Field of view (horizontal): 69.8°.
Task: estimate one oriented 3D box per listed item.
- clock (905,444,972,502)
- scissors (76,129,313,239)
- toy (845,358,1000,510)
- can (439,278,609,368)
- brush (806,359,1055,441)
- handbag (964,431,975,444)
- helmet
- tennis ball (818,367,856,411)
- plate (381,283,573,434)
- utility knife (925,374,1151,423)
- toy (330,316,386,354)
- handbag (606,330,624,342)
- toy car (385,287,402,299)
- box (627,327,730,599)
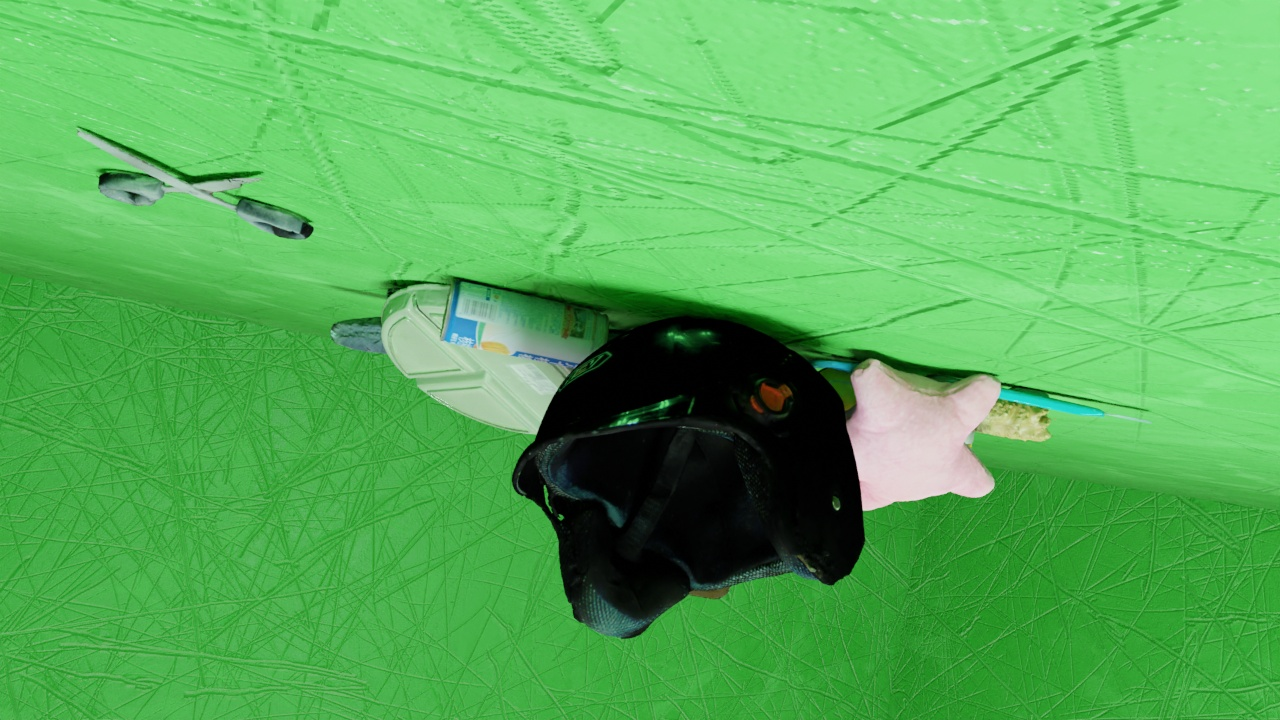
[{"bbox_3d":[0.249,0.080,0.935,0.161,0.116,0.056,29,-154,-25],"label":"clock"},{"bbox_3d":[-0.262,-0.101,0.531,0.159,0.014,0.177,8,173,12],"label":"scissors"},{"bbox_3d":[0.212,0.064,0.781,0.179,0.074,0.195,-7,135,14],"label":"toy"},{"bbox_3d":[-0.097,-0.029,0.770,0.134,0.053,0.053,12,176,-14],"label":"can"},{"bbox_3d":[0.263,0.031,0.828,0.254,0.046,0.083,16,179,-16],"label":"brush"},{"bbox_3d":[0.256,0.079,1.029,0.193,0.075,0.134,12,147,-19],"label":"handbag"},{"bbox_3d":[0.039,0.076,0.700,0.274,0.229,0.234,35,134,-30],"label":"helmet"},{"bbox_3d":[0.185,0.037,0.860,0.065,0.065,0.065,11,176,1],"label":"tennis ball"},{"bbox_3d":[-0.148,0.008,0.890,0.230,0.027,0.231,15,150,9],"label":"plate"},{"bbox_3d":[0.338,0.033,0.777,0.193,0.013,0.029,12,178,3],"label":"utility knife"},{"bbox_3d":[-0.160,0.007,1.020,0.356,0.091,0.137,19,-158,-1],"label":"toy"},{"bbox_3d":[-0.006,0.006,0.982,0.120,0.068,0.131,18,-178,35],"label":"handbag"},{"bbox_3d":[-0.206,-0.050,0.914,0.049,0.031,0.105,6,173,41],"label":"toy car"},{"bbox_3d":[0.035,0.111,0.912,0.178,0.263,0.088,11,-147,-10],"label":"box"}]
